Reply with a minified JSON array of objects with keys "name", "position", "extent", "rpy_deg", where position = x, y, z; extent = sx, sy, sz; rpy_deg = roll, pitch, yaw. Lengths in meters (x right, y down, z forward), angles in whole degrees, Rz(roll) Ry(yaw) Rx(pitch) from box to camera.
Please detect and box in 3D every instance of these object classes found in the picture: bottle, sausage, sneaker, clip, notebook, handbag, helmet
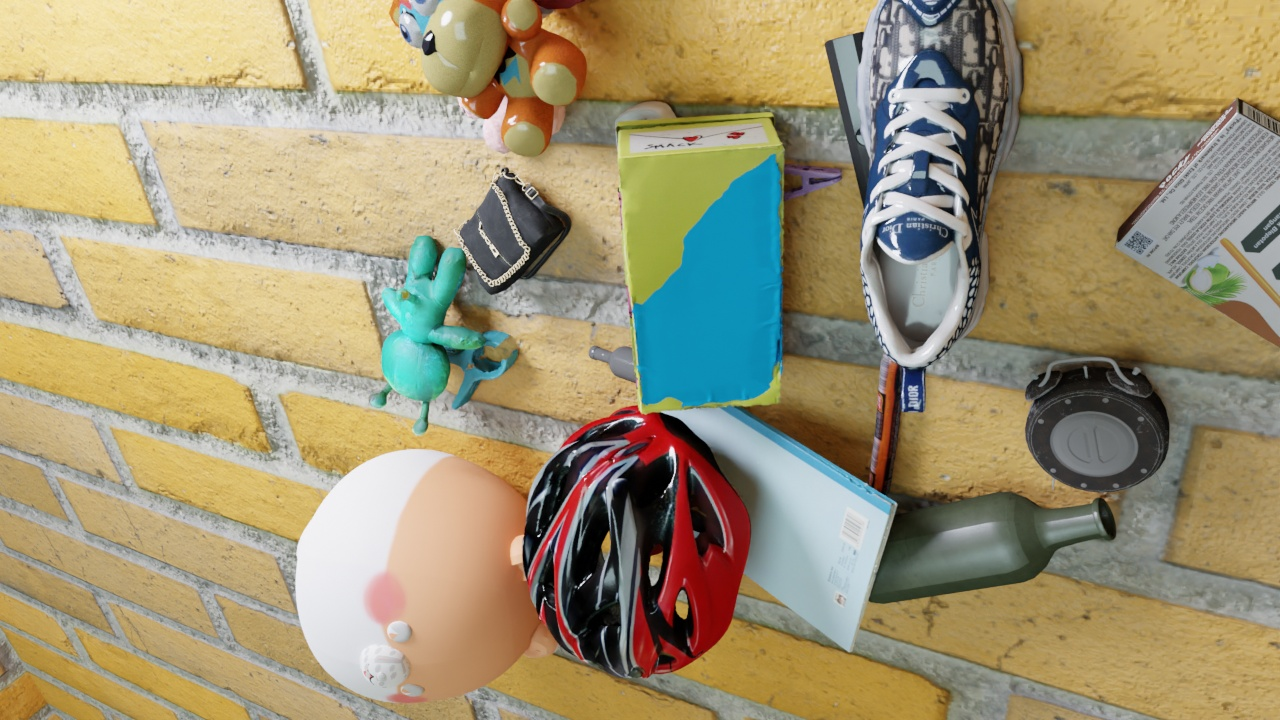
[{"name":"bottle","position":[0.270,0.147,0.739],"extent":[0.207,0.071,0.071],"rpy_deg":[-23,105,40]},{"name":"sausage","position":[0.203,0.056,0.755],"extent":[0.020,0.020,0.155],"rpy_deg":[13,125,25]},{"name":"bottle","position":[-0.005,0.005,0.836],"extent":[0.113,0.030,0.030],"rpy_deg":[18,129,40]},{"name":"sneaker","position":[0.179,-0.105,0.574],"extent":[0.103,0.132,0.270],"rpy_deg":[5,118,19]},{"name":"clip","position":[0.124,-0.131,0.686],"extent":[0.051,0.014,0.045],"rpy_deg":[26,130,18]},{"name":"notebook","position":[0.102,0.127,0.822],"extent":[0.253,0.009,0.181],"rpy_deg":[33,135,33]},{"name":"clip","position":[-0.179,-0.006,0.951],"extent":[0.120,0.027,0.103],"rpy_deg":[-18,111,39]},{"name":"handbag","position":[-0.122,-0.116,0.830],"extent":[0.079,0.054,0.129],"rpy_deg":[55,135,4]},{"name":"helmet","position":[-0.016,0.172,0.828],"extent":[0.217,0.166,0.273],"rpy_deg":[42,132,38]}]

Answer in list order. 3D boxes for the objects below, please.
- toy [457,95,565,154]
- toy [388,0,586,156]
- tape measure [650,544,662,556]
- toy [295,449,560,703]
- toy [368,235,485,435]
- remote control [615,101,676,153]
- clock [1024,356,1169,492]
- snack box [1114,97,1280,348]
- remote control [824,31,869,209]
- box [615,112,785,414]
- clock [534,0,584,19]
[{"name":"toy","position":[-0.113,-0.218,0.752],"extent":[0.108,0.053,0.105],"rpy_deg":[50,143,-6]},{"name":"toy","position":[-0.115,-0.235,0.660],"extent":[0.176,0.096,0.112],"rpy_deg":[51,141,5]},{"name":"tape measure","position":[-0.003,0.178,0.947],"extent":[0.019,0.058,0.051],"rpy_deg":[-19,78,39]},{"name":"toy","position":[-0.222,0.234,0.979],"extent":[0.281,0.265,0.263],"rpy_deg":[6,121,13]},{"name":"toy","position":[-0.221,-0.027,0.914],"extent":[0.131,0.072,0.194],"rpy_deg":[25,110,25]},{"name":"remote control","position":[0.016,-0.148,0.730],"extent":[0.060,0.028,0.114],"rpy_deg":[-1,119,33]},{"name":"clock","position":[0.324,0.043,0.654],"extent":[0.091,0.043,0.123],"rpy_deg":[-4,117,34]},{"name":"snack box","position":[0.400,-0.061,0.546],"extent":[0.186,0.031,0.101],"rpy_deg":[34,132,8]},{"name":"remote control","position":[0.161,-0.155,0.644],"extent":[0.033,0.015,0.147],"rpy_deg":[-4,117,34]},{"name":"box","position":[0.047,-0.069,0.705],"extent":[0.124,0.079,0.221],"rpy_deg":[-5,124,3]},{"name":"clock","position":[-0.065,-0.303,0.665],"extent":[0.138,0.048,0.096],"rpy_deg":[-3,118,32]}]
